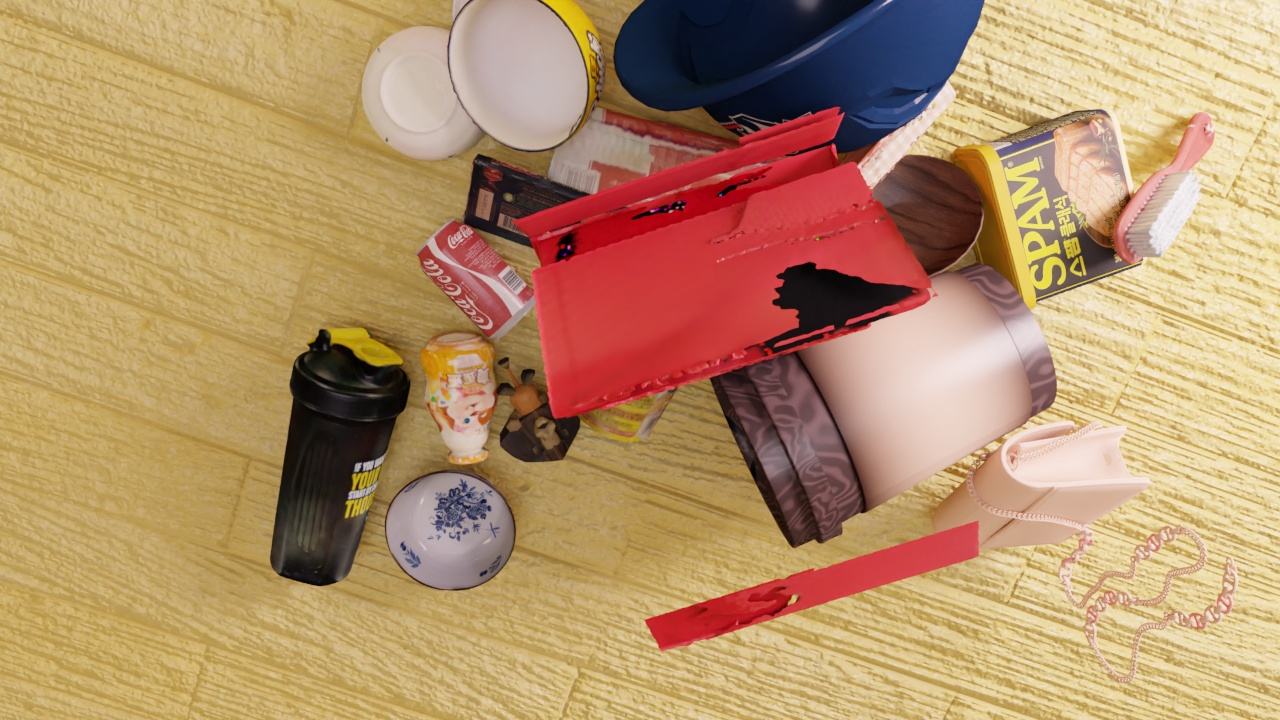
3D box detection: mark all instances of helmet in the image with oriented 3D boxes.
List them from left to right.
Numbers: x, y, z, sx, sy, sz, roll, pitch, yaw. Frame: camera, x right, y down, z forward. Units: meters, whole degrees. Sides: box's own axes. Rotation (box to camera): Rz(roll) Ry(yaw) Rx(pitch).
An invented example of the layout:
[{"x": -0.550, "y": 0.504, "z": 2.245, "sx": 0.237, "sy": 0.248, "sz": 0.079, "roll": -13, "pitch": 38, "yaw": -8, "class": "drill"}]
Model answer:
[{"x": 0.108, "y": -0.240, "z": 0.618, "sx": 0.271, "sy": 0.232, "sz": 0.223, "roll": -42, "pitch": 128, "yaw": -22, "class": "helmet"}]

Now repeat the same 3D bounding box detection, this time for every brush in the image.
[{"x": 0.413, "y": -0.137, "z": 0.701, "sx": 0.172, "sy": 0.030, "sz": 0.041, "roll": -47, "pitch": 114, "yaw": -23, "class": "brush"}]

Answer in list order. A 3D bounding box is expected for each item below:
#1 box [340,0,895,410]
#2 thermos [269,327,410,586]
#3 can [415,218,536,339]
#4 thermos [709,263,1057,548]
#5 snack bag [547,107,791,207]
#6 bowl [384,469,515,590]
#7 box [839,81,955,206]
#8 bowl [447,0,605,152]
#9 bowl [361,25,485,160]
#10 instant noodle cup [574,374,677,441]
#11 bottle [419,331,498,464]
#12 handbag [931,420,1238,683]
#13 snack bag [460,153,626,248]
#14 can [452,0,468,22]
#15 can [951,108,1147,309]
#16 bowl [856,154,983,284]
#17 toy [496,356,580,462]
[{"x": 0.023, "y": -0.099, "z": 0.505, "sx": 0.211, "sy": 0.410, "sz": 0.107, "roll": -17, "pitch": 68, "yaw": 4, "class": "box"}, {"x": -0.262, "y": 0.081, "z": 0.783, "sx": 0.098, "sy": 0.098, "sz": 0.221, "roll": 17, "pitch": 110, "yaw": -4, "class": "thermos"}, {"x": -0.136, "y": -0.067, "z": 0.758, "sx": 0.054, "sy": 0.054, "sz": 0.096, "roll": -42, "pitch": 100, "yaw": 10, "class": "can"}, {"x": 0.188, "y": 0.028, "z": 0.727, "sx": 0.226, "sy": 0.172, "sz": 0.173, "roll": -25, "pitch": 103, "yaw": 0, "class": "thermos"}, {"x": 0.041, "y": -0.148, "z": 0.744, "sx": 0.225, "sy": 0.041, "sz": 0.077, "roll": 13, "pitch": 105, "yaw": -4, "class": "snack bag"}, {"x": -0.165, "y": 0.143, "z": 0.816, "sx": 0.114, "sy": 0.045, "sz": 0.114, "roll": 0, "pitch": 104, "yaw": 0, "class": "bowl"}, {"x": 0.170, "y": -0.140, "z": 0.703, "sx": 0.054, "sy": 0.078, "sz": 0.187, "roll": 41, "pitch": 85, "yaw": 21, "class": "box"}, {"x": -0.076, "y": -0.221, "z": 0.679, "sx": 0.117, "sy": 0.067, "sz": 0.117, "roll": 14, "pitch": 127, "yaw": 19, "class": "bowl"}, {"x": -0.169, "y": -0.210, "z": 0.723, "sx": 0.105, "sy": 0.054, "sz": 0.105, "roll": 0, "pitch": 106, "yaw": 1, "class": "bowl"}, {"x": -0.005, "y": 0.005, "z": 0.756, "sx": 0.102, "sy": 0.102, "sz": 0.108, "roll": 20, "pitch": 111, "yaw": -4, "class": "instant noodle cup"}, {"x": -0.152, "y": 0.032, "z": 0.779, "sx": 0.063, "sy": 0.063, "sz": 0.109, "roll": -3, "pitch": 105, "yaw": 1, "class": "bottle"}, {"x": 0.325, "y": 0.150, "z": 0.710, "sx": 0.116, "sy": 0.199, "sz": 0.187, "roll": -7, "pitch": 62, "yaw": -8, "class": "handbag"}, {"x": -0.067, "y": -0.112, "z": 0.744, "sx": 0.155, "sy": 0.018, "sz": 0.075, "roll": 19, "pitch": 142, "yaw": -5, "class": "snack bag"}, {"x": -0.098, "y": -0.268, "z": 0.717, "sx": 0.095, "sy": 0.032, "sz": 0.032, "roll": 8, "pitch": 104, "yaw": -1, "class": "can"}, {"x": 0.324, "y": -0.121, "z": 0.729, "sx": 0.104, "sy": 0.075, "sz": 0.135, "roll": -20, "pitch": 103, "yaw": 3, "class": "can"}, {"x": 0.211, "y": -0.106, "z": 0.734, "sx": 0.119, "sy": 0.032, "sz": 0.119, "roll": -9, "pitch": 62, "yaw": 17, "class": "bowl"}, {"x": -0.092, "y": 0.041, "z": 0.778, "sx": 0.076, "sy": 0.062, "sz": 0.100, "roll": -31, "pitch": 121, "yaw": -10, "class": "toy"}]
